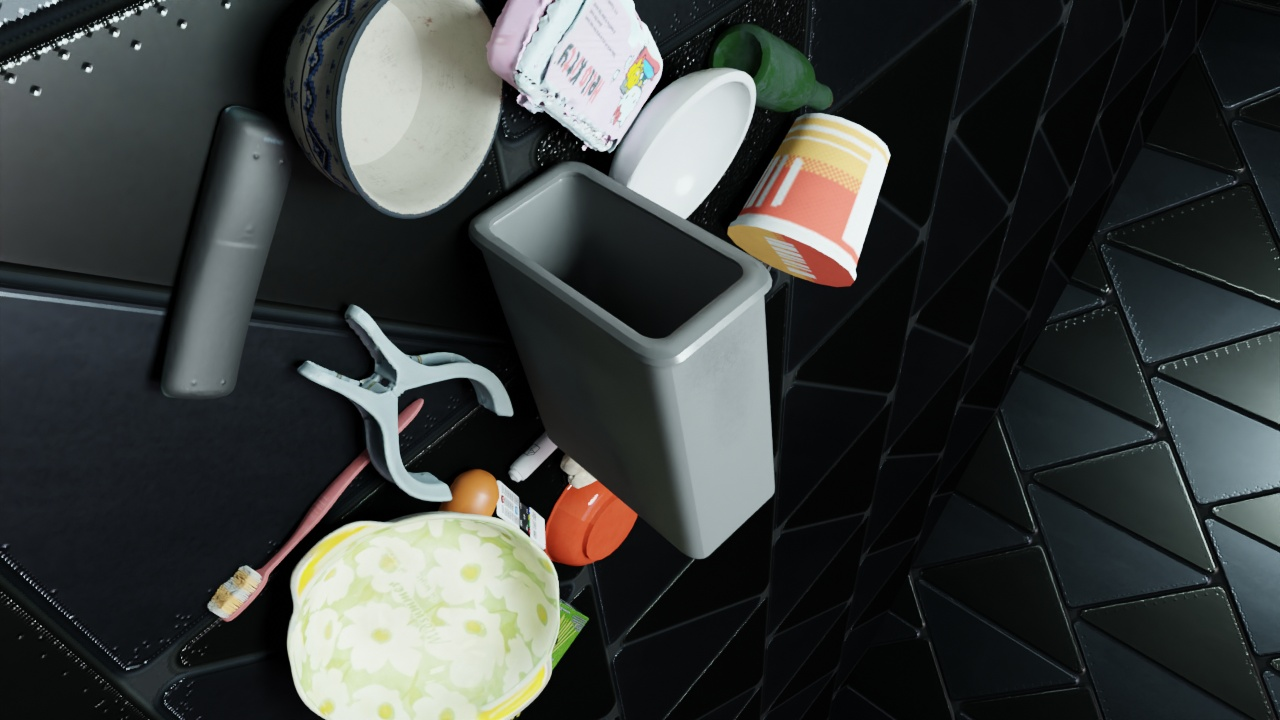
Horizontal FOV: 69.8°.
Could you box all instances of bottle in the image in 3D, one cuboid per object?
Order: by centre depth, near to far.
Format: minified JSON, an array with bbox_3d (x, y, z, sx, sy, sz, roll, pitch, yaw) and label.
[{"bbox_3d":[0.120,-0.232,0.764,0.173,0.055,0.055,-6,122,-57],"label":"bottle"}]

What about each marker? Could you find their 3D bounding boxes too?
[{"bbox_3d":[-0.062,0.055,0.779,0.133,0.020,0.017,-45,138,-24],"label":"marker"}]

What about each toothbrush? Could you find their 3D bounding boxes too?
[{"bbox_3d":[-0.206,0.092,0.598,0.184,0.015,0.016,-49,146,-19],"label":"toothbrush"}]

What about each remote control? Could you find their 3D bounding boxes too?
[{"bbox_3d":[-0.206,-0.050,0.462,0.041,0.020,0.152,0,115,-55],"label":"remote control"},{"bbox_3d":[-0.103,0.132,0.773,0.124,0.012,0.028,64,19,-63],"label":"remote control"}]

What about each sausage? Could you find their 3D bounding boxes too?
[{"bbox_3d":[-0.153,0.159,0.714,0.164,0.039,0.044,-67,161,13],"label":"sausage"}]

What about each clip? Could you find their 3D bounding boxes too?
[{"bbox_3d":[-0.164,0.052,0.592,0.172,0.029,0.143,36,79,-53],"label":"clip"}]

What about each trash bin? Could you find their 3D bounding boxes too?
[{"bbox_3d":[-0.004,0.004,0.631,0.097,0.192,0.220,-39,143,-22],"label":"trash bin"}]

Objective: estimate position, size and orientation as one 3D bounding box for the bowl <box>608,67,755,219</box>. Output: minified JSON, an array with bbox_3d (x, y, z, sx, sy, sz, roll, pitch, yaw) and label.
[{"bbox_3d":[0.021,-0.156,0.677,0.149,0.043,0.150,-44,163,-17],"label":"bowl"}]

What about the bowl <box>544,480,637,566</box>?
[{"bbox_3d":[-0.039,0.152,0.888,0.121,0.035,0.122,-37,144,-34],"label":"bowl"}]

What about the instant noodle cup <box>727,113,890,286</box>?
[{"bbox_3d":[0.162,-0.150,0.847,0.121,0.123,0.123,-66,151,-5],"label":"instant noodle cup"}]

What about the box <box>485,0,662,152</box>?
[{"bbox_3d":[-0.030,-0.170,0.531,0.086,0.044,0.202,-61,173,7],"label":"box"}]

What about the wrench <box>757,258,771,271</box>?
[{"bbox_3d":[0.130,-0.105,0.939,0.070,0.010,0.273,17,102,-60],"label":"wrench"}]

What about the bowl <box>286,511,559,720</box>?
[{"bbox_3d":[-0.155,0.179,0.662,0.188,0.060,0.219,-41,120,-1],"label":"bowl"}]

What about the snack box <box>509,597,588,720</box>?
[{"bbox_3d":[-0.118,0.304,0.915,0.147,0.025,0.080,-53,150,-11],"label":"snack box"}]

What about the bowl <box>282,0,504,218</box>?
[{"bbox_3d":[-0.127,-0.135,0.457,0.115,0.059,0.116,-45,148,-40],"label":"bowl"}]

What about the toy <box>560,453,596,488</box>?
[{"bbox_3d":[-0.023,0.069,0.830,0.115,0.046,0.092,-40,149,-16],"label":"toy"}]
